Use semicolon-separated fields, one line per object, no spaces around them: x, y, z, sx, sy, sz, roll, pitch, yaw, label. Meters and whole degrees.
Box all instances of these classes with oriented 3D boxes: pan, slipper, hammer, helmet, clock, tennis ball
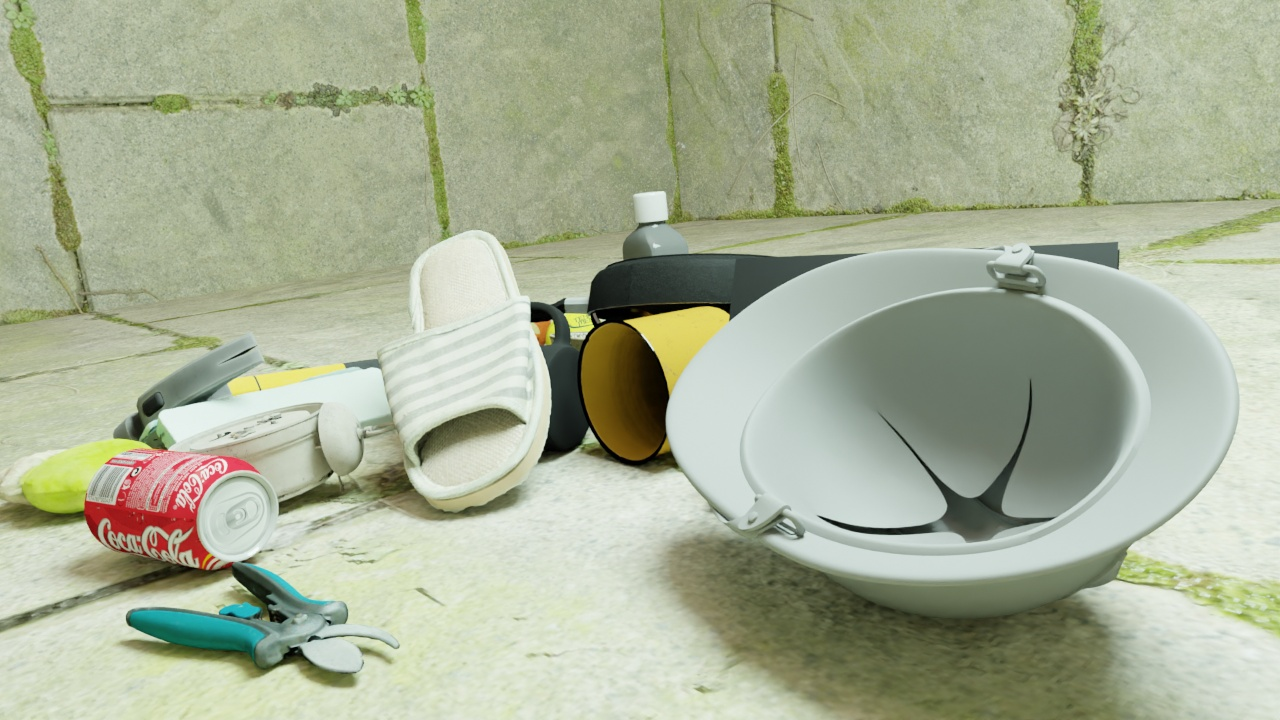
-0.018;-0.054;0.778;0.356;0.044;0.204;0;-3;7;pan
-0.128;-0.012;0.656;0.114;0.054;0.272;-17;43;3;slipper
-0.307;0.017;0.866;0.170;0.034;0.323;-32;-10;28;hammer
0.133;0.048;0.416;0.183;0.118;0.271;-43;27;-14;helmet
-0.242;0.067;0.633;0.157;0.061;0.103;-13;10;3;clock
-0.064;-0.018;0.939;0.065;0.065;0.065;-6;12;1;tennis ball

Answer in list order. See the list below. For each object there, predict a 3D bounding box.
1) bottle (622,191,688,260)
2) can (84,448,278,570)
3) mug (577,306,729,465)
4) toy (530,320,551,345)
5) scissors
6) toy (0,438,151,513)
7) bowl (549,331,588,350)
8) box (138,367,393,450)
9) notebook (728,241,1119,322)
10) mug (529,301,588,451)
0.018;-0.097;1.009;0.046;0.174;0.084;-11;13;-24;bottle
-0.268;0.086;0.537;0.105;0.064;0.064;1;13;30;can
0.016;0.005;0.658;0.093;0.101;0.123;-13;55;-38;mug
-0.161;-0.011;0.915;0.112;0.096;0.175;-5;22;18;toy
-0.180;0.121;0.435;0.155;0.019;0.124;-5;13;-6;scissors
-0.420;0.086;0.672;0.118;0.043;0.092;-6;14;14;toy
-0.005;0.005;0.778;0.145;0.063;0.145;-2;4;0;bowl
-0.306;0.055;0.775;0.126;0.074;0.197;-22;-5;44;box
0.140;0.014;0.497;0.207;0.149;0.016;1;-12;31;notebook
-0.089;0.011;0.697;0.088;0.113;0.078;0;-14;25;mug
